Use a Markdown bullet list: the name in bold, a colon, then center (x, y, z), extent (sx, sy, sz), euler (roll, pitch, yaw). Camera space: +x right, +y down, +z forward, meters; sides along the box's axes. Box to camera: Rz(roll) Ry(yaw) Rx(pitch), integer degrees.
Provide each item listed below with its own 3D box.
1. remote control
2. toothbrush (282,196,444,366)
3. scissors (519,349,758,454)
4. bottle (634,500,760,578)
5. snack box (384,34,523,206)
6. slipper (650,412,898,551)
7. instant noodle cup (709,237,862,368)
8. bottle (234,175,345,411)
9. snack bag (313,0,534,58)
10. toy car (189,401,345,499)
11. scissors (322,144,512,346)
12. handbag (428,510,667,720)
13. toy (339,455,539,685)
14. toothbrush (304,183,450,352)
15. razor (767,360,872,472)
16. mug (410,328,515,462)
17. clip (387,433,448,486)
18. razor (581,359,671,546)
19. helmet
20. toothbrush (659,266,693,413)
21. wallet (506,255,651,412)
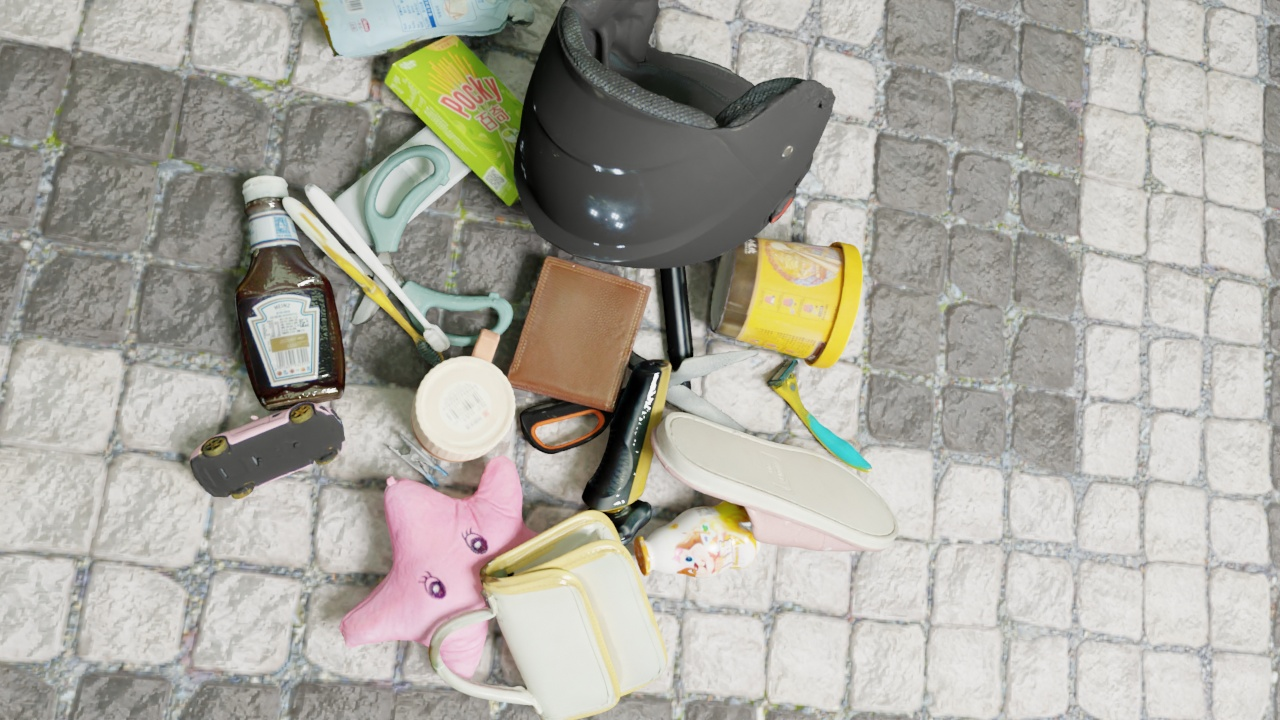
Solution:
- **remote control**: center (-0.209, -0.161, 0.824), extent (0.135, 0.020, 0.056), euler (-44, 93, -14)
- **toothbrush**: center (-0.235, -0.064, 0.783), extent (0.016, 0.018, 0.191), euler (-40, 105, 4)
- **scissors**: center (-0.012, 0.019, 0.836), extent (0.227, 0.022, 0.221), euler (-42, 87, -9)
- **bottle**: center (0.050, 0.164, 0.822), extent (0.108, 0.063, 0.063), euler (-10, 84, -15)
- **snack box**: center (-0.145, -0.219, 0.830), extent (0.156, 0.026, 0.085), euler (45, 47, -4)
- **slipper**: center (0.119, 0.117, 0.811), extent (0.274, 0.114, 0.055), euler (21, 120, -30)
- **instant noodle cup**: center (0.130, -0.060, 0.852), extent (0.114, 0.118, 0.118), euler (10, 79, -5)
- **bottle**: center (-0.301, -0.058, 0.775), extent (0.079, 0.044, 0.195), euler (-11, 84, -16)
- **snack bag**: center (-0.193, -0.323, 0.833), extent (0.190, 0.039, 0.110), euler (-18, 52, -17)
- **toy car**: center (-0.304, 0.072, 0.751), extent (0.122, 0.037, 0.056), euler (-21, 125, -8)
- **scissors**: center (-0.182, -0.097, 0.803), extent (0.171, 0.019, 0.170), euler (18, 98, -10)
- **handbag**: center (-0.076, 0.228, 0.747), extent (0.178, 0.063, 0.163), euler (-24, 117, -15)
- **toy**: center (-0.161, 0.169, 0.758), extent (0.194, 0.075, 0.178), euler (-42, 108, -18)
- **toothbrush**: center (-0.225, -0.078, 0.782), extent (0.016, 0.016, 0.180), euler (-38, 97, 11)
- **razor**: center (0.175, 0.060, 0.886), extent (0.132, 0.028, 0.043), euler (48, 43, -1)
- **mug**: center (-0.144, 0.028, 0.769), extent (0.081, 0.106, 0.114), euler (22, 77, -11)
- **clip**: center (-0.192, 0.087, 0.792), extent (0.058, 0.026, 0.036), euler (43, 82, -5)
- **razor**: center (-0.006, 0.079, 0.797), extent (0.067, 0.062, 0.167), euler (10, 102, -30)
- **helmet**: center (0.022, -0.192, 0.783), extent (0.233, 0.231, 0.274), euler (47, 28, 22)
- **toothbrush**: center (0.037, -0.009, 0.863), extent (0.027, 0.026, 0.212), euler (-1, 82, -30)
- **wallet**: center (-0.055, -0.023, 0.812), extent (0.101, 0.032, 0.124), euler (16, 81, 1)
